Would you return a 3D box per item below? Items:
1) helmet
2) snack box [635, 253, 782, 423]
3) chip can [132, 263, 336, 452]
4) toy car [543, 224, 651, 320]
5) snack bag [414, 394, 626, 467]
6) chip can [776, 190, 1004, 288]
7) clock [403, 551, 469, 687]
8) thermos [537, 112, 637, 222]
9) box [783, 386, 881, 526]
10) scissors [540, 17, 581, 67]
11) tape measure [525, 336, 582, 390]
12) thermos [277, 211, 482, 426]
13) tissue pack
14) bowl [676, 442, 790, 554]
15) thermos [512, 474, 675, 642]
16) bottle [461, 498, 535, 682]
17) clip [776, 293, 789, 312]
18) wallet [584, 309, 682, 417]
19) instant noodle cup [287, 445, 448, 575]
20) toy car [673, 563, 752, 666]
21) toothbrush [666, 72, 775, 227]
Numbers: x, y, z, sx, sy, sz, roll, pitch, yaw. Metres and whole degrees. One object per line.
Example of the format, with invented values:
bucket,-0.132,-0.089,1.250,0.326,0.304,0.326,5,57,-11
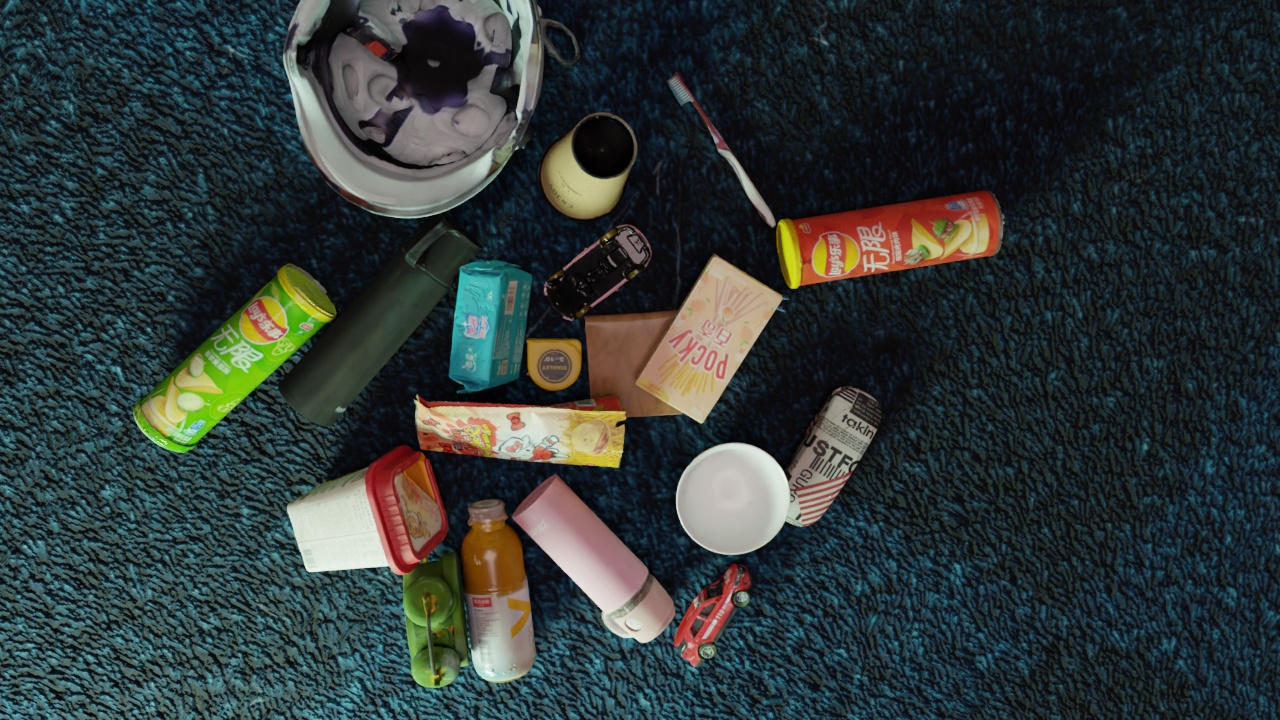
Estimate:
helmet,-0.201,-0.270,0.863,0.229,0.145,0.259,14,105,-3
snack box,0.069,-0.022,0.947,0.084,0.026,0.157,30,99,-8
chip can,-0.411,0.001,0.929,0.221,0.072,0.072,-41,98,4
toy car,-0.044,-0.092,0.950,0.122,0.037,0.056,-35,95,15
snack bag,-0.122,0.069,0.933,0.207,0.129,0.073,2,67,-8
chip can,0.252,-0.124,0.938,0.216,0.073,0.073,-8,98,-1
clock,-0.207,0.262,0.931,0.056,0.161,0.116,-8,98,-11
thermos,-0.048,-0.188,0.888,0.093,0.143,0.093,0,89,-12
box,0.199,0.104,0.981,0.068,0.051,0.164,25,96,-25
scissors,-0.135,-0.347,0.921,0.165,0.014,0.163,14,96,-4
tape measure,-0.090,0.002,0.963,0.060,0.029,0.057,0,97,-4
thermos,-0.265,-0.045,0.920,0.068,0.090,0.242,42,95,9
tissue pack,-0.151,-0.033,0.921,0.050,0.093,0.133,9,96,12
bowl,0.094,0.139,0.972,0.118,0.064,0.118,0,98,-3
thermos,-0.052,0.218,0.983,0.087,0.067,0.198,-36,101,34
bottle,-0.153,0.243,0.975,0.068,0.068,0.189,-6,98,-2
clip,0.128,-0.068,0.966,0.058,0.026,0.038,15,104,-1
wallet,-0.006,0.006,0.974,0.101,0.020,0.115,-4,101,0
instant noodle cup,-0.281,0.159,0.942,0.124,0.116,0.116,-13,98,11
toy car,0.079,0.273,0.996,0.045,0.053,0.120,33,97,-4
toothbrush,0.085,-0.214,0.947,0.017,0.016,0.187,-34,98,10
